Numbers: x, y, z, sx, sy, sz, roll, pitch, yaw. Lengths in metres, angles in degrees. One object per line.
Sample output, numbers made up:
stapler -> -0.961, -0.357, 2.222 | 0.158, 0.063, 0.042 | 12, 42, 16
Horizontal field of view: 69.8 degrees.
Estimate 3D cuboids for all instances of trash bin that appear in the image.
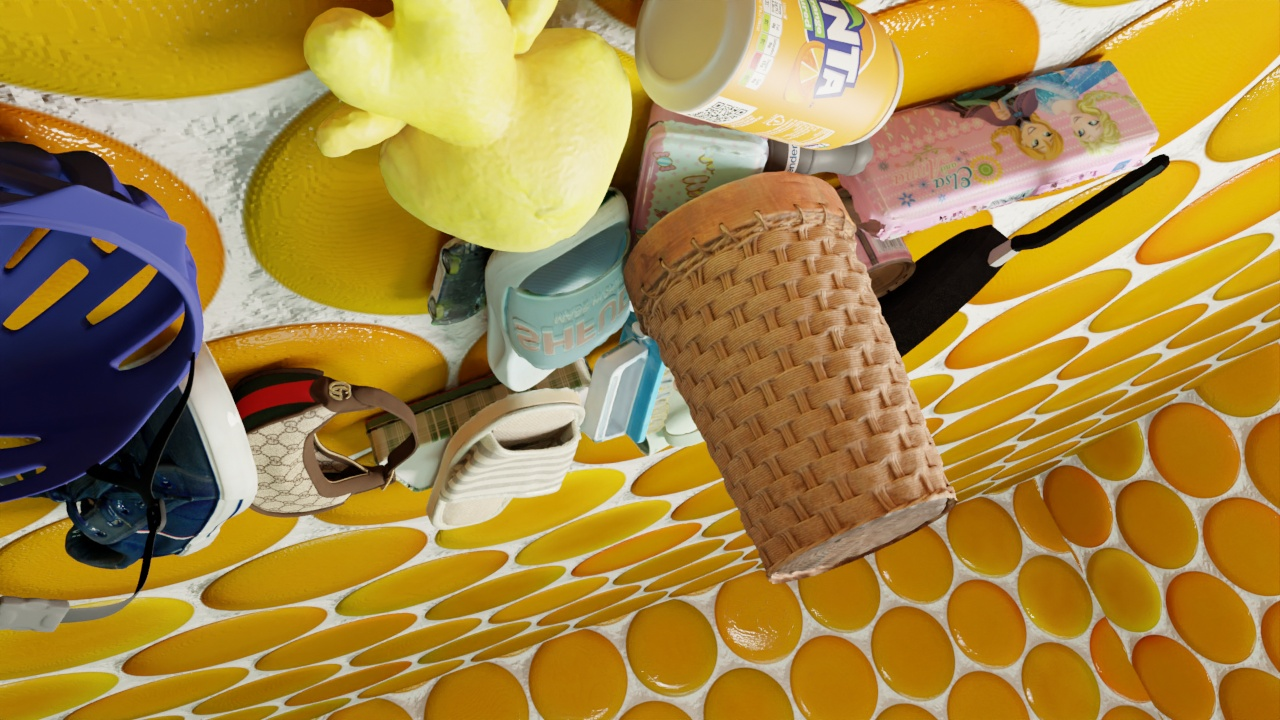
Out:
trash bin -> 0.093, 0.012, 0.562 | 0.151, 0.210, 0.151 | -18, 157, -8

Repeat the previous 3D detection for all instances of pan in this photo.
pan -> 0.241, -0.062, 0.719 | 0.224, 0.034, 0.358 | -40, 179, -40

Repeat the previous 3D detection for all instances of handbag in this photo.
handbag -> -0.244, 0.068, 0.716 | 0.138, 0.063, 0.167 | -4, 145, -13

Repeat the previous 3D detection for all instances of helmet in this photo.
helmet -> -0.276, 0.022, 0.385 | 0.242, 0.227, 0.147 | -33, 147, 25

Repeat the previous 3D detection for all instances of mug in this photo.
mug -> 0.040, 0.042, 0.895 | 0.104, 0.111, 0.084 | -26, 126, -13

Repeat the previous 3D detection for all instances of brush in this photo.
brush -> -0.005, 0.005, 0.791 | 0.075, 0.055, 0.136 | -13, 130, -41

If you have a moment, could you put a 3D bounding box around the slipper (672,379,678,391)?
slipper -> 0.104, -0.025, 0.801 | 0.197, 0.081, 0.093 | -35, 120, 16

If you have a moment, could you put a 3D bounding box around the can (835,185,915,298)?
can -> 0.174, -0.093, 0.737 | 0.067, 0.076, 0.067 | -19, 159, -7

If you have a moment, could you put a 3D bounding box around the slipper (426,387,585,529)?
slipper -> -0.129, 0.104, 0.836 | 0.114, 0.054, 0.274 | 0, 151, -30

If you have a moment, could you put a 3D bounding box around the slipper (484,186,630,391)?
slipper -> -0.052, -0.034, 0.641 | 0.103, 0.074, 0.246 | -36, 169, -25

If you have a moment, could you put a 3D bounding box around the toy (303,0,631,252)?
toy -> -0.073, -0.115, 0.434 | 0.134, 0.092, 0.207 | -28, 156, 10

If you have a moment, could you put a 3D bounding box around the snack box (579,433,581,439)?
snack box -> -0.143, 0.093, 0.958 | 0.150, 0.026, 0.082 | -26, 159, 9

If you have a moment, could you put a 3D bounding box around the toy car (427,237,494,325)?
toy car -> -0.121, -0.055, 0.617 | 0.038, 0.027, 0.090 | -17, 157, -32

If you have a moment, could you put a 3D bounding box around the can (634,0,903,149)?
can -> 0.070, -0.158, 0.479 | 0.142, 0.079, 0.079 | 0, 150, -44

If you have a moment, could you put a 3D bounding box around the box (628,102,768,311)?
box -> 0.030, -0.090, 0.621 | 0.076, 0.036, 0.215 | 10, 154, -2

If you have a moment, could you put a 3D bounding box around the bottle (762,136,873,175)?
bottle -> 0.096, -0.138, 0.600 | 0.109, 0.036, 0.036 | -4, 155, -12

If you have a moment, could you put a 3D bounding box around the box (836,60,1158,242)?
box -> 0.252, -0.145, 0.676 | 0.230, 0.084, 0.077 | -17, 161, -11

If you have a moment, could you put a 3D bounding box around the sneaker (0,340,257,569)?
sneaker -> -0.351, 0.078, 0.624 | 0.127, 0.120, 0.296 | -20, 166, -42

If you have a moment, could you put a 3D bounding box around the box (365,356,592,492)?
box -> -0.137, 0.055, 0.844 | 0.205, 0.050, 0.118 | -22, 156, 0
